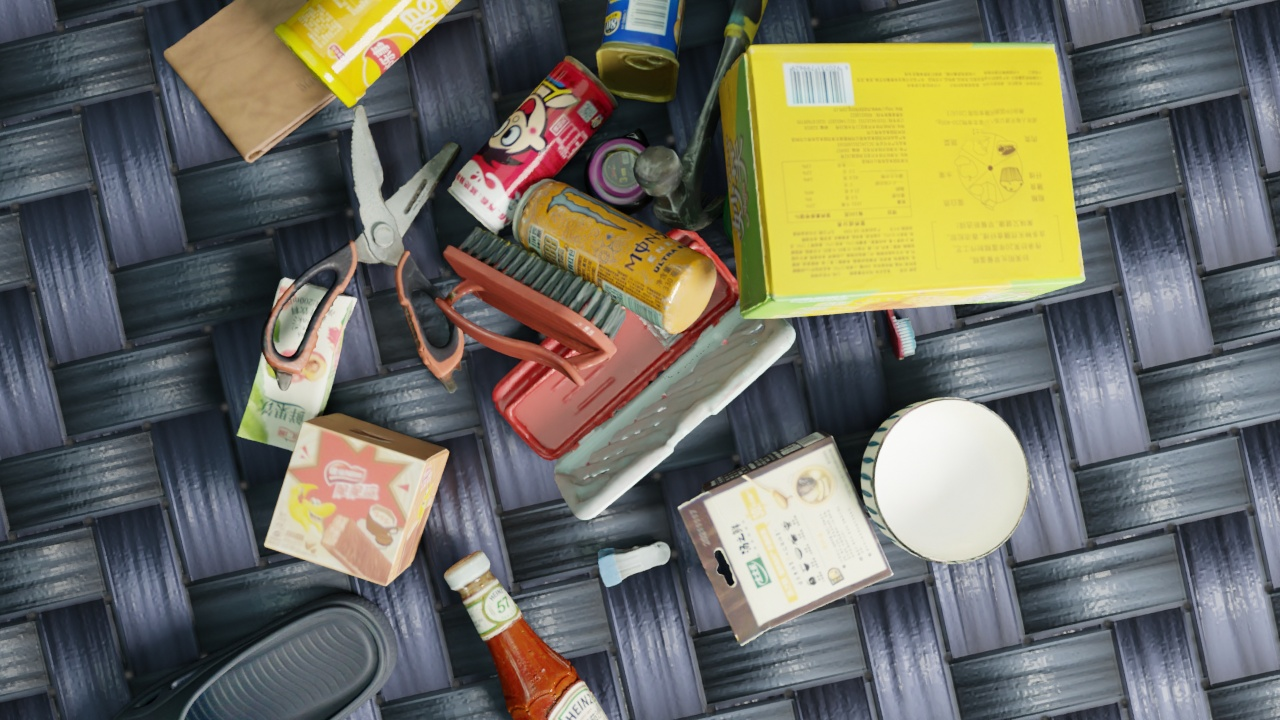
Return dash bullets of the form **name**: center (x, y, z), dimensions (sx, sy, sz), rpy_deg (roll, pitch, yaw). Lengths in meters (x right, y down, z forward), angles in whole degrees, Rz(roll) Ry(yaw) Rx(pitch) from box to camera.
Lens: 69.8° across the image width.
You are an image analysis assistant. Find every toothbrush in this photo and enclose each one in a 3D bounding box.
- **toothbrush**: center (0.180, -0.093, 0.696), dimensions (0.017, 0.016, 0.187), rpy_deg (-14, 91, -7)

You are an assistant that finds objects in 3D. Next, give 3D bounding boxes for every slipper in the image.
- **slipper**: center (-0.308, 0.270, 0.677), dimensions (0.268, 0.083, 0.110), rpy_deg (-34, 89, 0)

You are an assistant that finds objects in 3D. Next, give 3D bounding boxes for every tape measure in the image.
- **tape measure**: center (-0.014, -0.137, 0.685), dimensions (0.058, 0.039, 0.057), rpy_deg (-28, 91, -4)

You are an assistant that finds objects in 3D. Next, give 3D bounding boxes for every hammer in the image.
- **hammer**: center (0.073, -0.244, 0.658), dimensions (0.032, 0.126, 0.323), rpy_deg (16, 81, 20)

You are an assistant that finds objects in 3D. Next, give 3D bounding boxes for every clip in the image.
- **clip**: center (-0.004, 0.152, 0.703), dimensions (0.058, 0.043, 0.027), rpy_deg (-15, 90, -3)

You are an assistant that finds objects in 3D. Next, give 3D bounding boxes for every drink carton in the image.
- **drink carton**: center (-0.255, 0.003, 0.687), dimensions (0.053, 0.045, 0.122), rpy_deg (16, 92, -10)

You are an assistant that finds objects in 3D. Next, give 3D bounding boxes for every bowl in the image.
- **bowl**: center (0.213, 0.086, 0.670), dimensions (0.116, 0.066, 0.116), rpy_deg (0, 86, -7)

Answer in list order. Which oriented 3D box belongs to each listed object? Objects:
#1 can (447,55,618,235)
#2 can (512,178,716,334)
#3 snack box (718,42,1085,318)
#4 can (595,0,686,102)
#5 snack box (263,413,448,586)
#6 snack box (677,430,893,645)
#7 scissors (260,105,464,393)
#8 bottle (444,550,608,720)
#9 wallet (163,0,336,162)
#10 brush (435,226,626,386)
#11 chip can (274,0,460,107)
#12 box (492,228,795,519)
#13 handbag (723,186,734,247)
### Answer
- **can**: center (-0.080, -0.157, 0.677), dimensions (0.053, 0.053, 0.133), rpy_deg (43, 91, 0)
- **can**: center (-0.020, -0.075, 0.646), dimensions (0.146, 0.058, 0.058), rpy_deg (31, 91, 25)
- **snack box**: center (0.162, -0.113, 0.583), dimensions (0.210, 0.070, 0.157), rpy_deg (-4, 86, -11)
- **can**: center (0.004, -0.241, 0.652), dimensions (0.057, 0.102, 0.083), rpy_deg (8, 89, 1)
- **snack box**: center (-0.205, 0.099, 0.673), dimensions (0.093, 0.077, 0.094), rpy_deg (18, 91, 0)
- **snack box**: center (0.106, 0.129, 0.682), dimensions (0.125, 0.053, 0.113), rpy_deg (-24, 91, 2)
- **scissors**: center (-0.195, -0.071, 0.669), dimensions (0.188, 0.015, 0.225), rpy_deg (-23, 101, -27)
- **bottle**: center (-0.078, 0.236, 0.684), dimensions (0.060, 0.060, 0.206), rpy_deg (-32, 90, 1)
- **wallet**: center (-0.284, -0.225, 0.697), dimensions (0.115, 0.020, 0.101), rpy_deg (-38, 92, -1)
- **brush**: center (-0.078, -0.033, 0.647), dimensions (0.146, 0.063, 0.069), rpy_deg (28, 73, 27)
- **chip can**: center (-0.161, -0.281, 0.660), dimensions (0.072, 0.072, 0.213), rpy_deg (45, 88, -1)
- **box**: center (0.001, 0.010, 0.673), dimensions (0.201, 0.074, 0.154), rpy_deg (-41, 61, 1)
- **handbag**: center (0.128, -0.118, 0.659), dimensions (0.131, 0.068, 0.120), rpy_deg (8, 96, 11)
